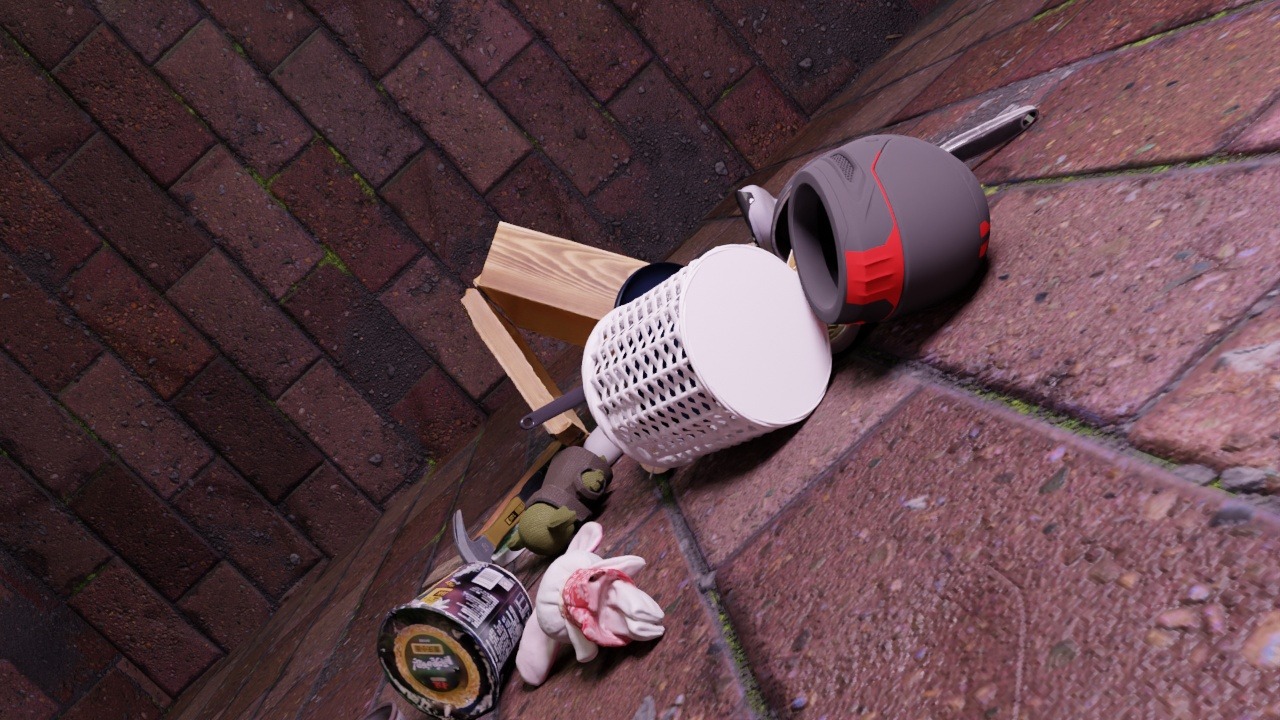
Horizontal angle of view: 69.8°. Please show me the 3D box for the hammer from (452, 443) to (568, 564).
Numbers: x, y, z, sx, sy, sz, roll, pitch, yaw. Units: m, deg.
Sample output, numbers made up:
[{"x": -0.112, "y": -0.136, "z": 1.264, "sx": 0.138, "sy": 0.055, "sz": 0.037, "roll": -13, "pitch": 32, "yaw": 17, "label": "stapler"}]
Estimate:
[{"x": -0.159, "y": 0.195, "z": 1.307, "sx": 0.025, "sy": 0.118, "sz": 0.332, "roll": -39, "pitch": 4, "yaw": 31, "label": "hammer"}]

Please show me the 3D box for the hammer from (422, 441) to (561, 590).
[{"x": -0.192, "y": 0.223, "z": 1.368, "sx": 0.158, "sy": 0.037, "sz": 0.299, "roll": -34, "pitch": 13, "yaw": 46, "label": "hammer"}]

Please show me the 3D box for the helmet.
[{"x": 0.238, "y": -0.128, "z": 0.870, "sx": 0.170, "sy": 0.164, "sz": 0.264, "roll": -9, "pitch": 24, "yaw": -3, "label": "helmet"}]

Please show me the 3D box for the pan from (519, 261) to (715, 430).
[{"x": -0.006, "y": 0.006, "z": 1.037, "sx": 0.355, "sy": 0.199, "sz": 0.021, "roll": -28, "pitch": 4, "yaw": -43, "label": "pan"}]

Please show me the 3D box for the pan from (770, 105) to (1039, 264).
[{"x": 0.318, "y": -0.228, "z": 1.137, "sx": 0.357, "sy": 0.187, "sz": 0.055, "roll": -30, "pitch": 50, "yaw": 4, "label": "pan"}]

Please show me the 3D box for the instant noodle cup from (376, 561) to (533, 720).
[{"x": -0.177, "y": 0.277, "z": 0.932, "sx": 0.138, "sy": 0.137, "sz": 0.112, "roll": -37, "pitch": 2, "yaw": 31, "label": "instant noodle cup"}]

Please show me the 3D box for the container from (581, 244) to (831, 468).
[{"x": 0.065, "y": 0.001, "z": 0.945, "sx": 0.188, "sy": 0.189, "sz": 0.187, "roll": -49, "pitch": 12, "yaw": -35, "label": "container"}]

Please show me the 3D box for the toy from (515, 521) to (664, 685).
[{"x": -0.045, "y": 0.210, "z": 0.802, "sx": 0.195, "sy": 0.084, "sz": 0.158, "roll": -20, "pitch": 43, "yaw": 59, "label": "toy"}]

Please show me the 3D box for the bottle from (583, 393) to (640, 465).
[{"x": -0.039, "y": 0.109, "z": 1.318, "sx": 0.194, "sy": 0.052, "sz": 0.053, "roll": -47, "pitch": 10, "yaw": -27, "label": "bottle"}]

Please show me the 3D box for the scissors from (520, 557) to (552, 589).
[{"x": -0.164, "y": 0.302, "z": 1.092, "sx": 0.157, "sy": 0.012, "sz": 0.168, "roll": -40, "pitch": 8, "yaw": 3, "label": "scissors"}]

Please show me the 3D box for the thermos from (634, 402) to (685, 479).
[{"x": 0.025, "y": 0.084, "z": 1.134, "sx": 0.061, "sy": 0.061, "sz": 0.231, "roll": -40, "pitch": 9, "yaw": 14, "label": "thermos"}]

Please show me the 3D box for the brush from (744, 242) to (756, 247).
[{"x": 0.157, "y": -0.151, "z": 1.466, "sx": 0.083, "sy": 0.056, "sz": 0.270, "roll": -25, "pitch": 1, "yaw": 32, "label": "brush"}]

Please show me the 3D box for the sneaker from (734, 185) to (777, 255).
[{"x": 0.214, "y": -0.183, "z": 1.249, "sx": 0.124, "sy": 0.088, "sz": 0.240, "roll": -24, "pitch": -26, "yaw": 10, "label": "sneaker"}]

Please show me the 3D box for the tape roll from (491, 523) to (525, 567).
[{"x": -0.180, "y": 0.260, "z": 1.330, "sx": 0.094, "sy": 0.018, "sz": 0.093, "roll": -42, "pitch": 10, "yaw": 8, "label": "tape roll"}]

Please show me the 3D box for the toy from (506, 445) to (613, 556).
[{"x": -0.095, "y": 0.178, "z": 1.158, "sx": 0.180, "sy": 0.078, "sz": 0.152, "roll": -34, "pitch": 20, "yaw": 50, "label": "toy"}]

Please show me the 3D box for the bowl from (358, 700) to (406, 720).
[{"x": -0.262, "y": 0.402, "z": 0.867, "sx": 0.145, "sy": 0.067, "sz": 0.145, "roll": -41, "pitch": 9, "yaw": 8, "label": "bowl"}]

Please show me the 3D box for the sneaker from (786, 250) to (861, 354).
[{"x": 0.219, "y": -0.093, "z": 1.037, "sx": 0.118, "sy": 0.088, "sz": 0.240, "roll": -14, "pitch": 46, "yaw": 30, "label": "sneaker"}]

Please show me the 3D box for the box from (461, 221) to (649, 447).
[{"x": -0.130, "y": -0.020, "z": 1.311, "sx": 0.279, "sy": 0.269, "sz": 0.263, "roll": 66, "pitch": -137, "yaw": -81, "label": "box"}]
